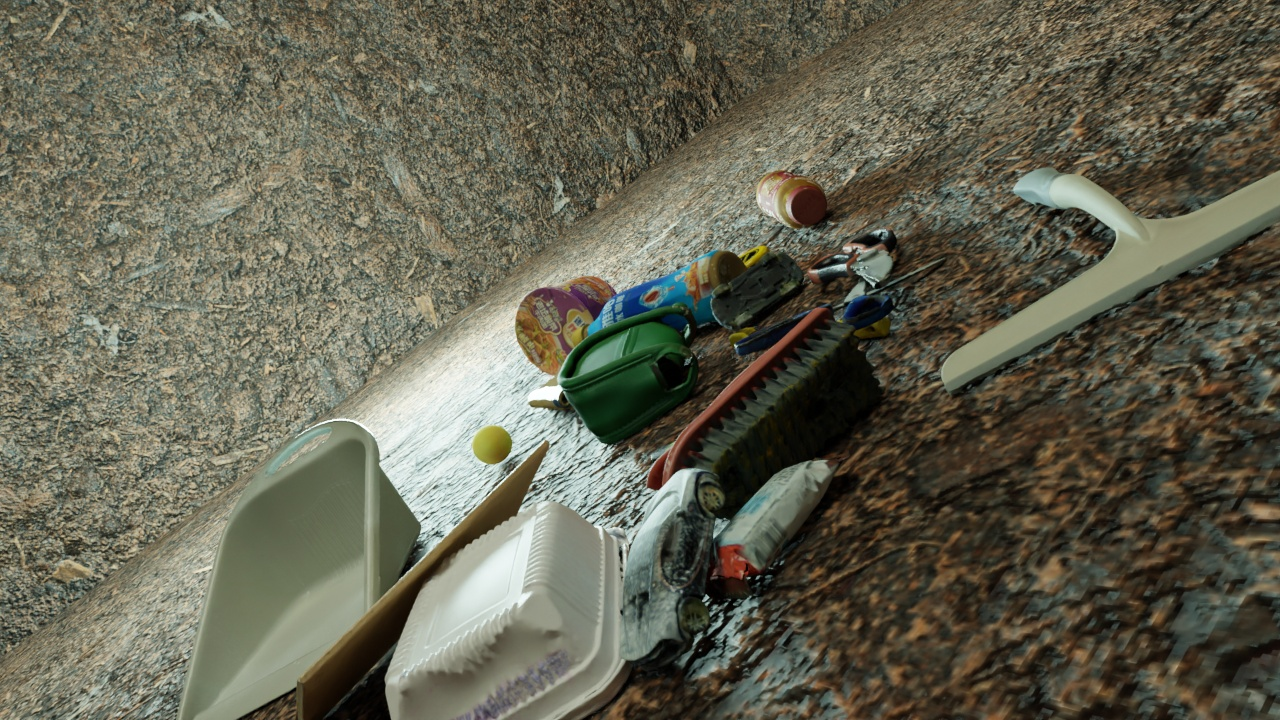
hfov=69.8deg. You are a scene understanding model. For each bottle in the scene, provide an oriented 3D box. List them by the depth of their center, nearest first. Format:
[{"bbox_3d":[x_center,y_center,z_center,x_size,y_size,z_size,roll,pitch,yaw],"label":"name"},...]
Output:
[{"bbox_3d":[0.012,-0.048,0.935,0.219,0.065,0.065,-21,19,41],"label":"bottle"},{"bbox_3d":[0.173,-0.183,1.042,0.057,0.057,0.174,-33,14,6],"label":"bottle"}]

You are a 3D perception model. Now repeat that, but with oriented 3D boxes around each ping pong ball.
[{"bbox_3d":[-0.150,0.085,0.926,0.040,0.040,0.040,-33,14,9],"label":"ping pong ball"}]

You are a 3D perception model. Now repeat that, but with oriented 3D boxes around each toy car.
[{"bbox_3d":[0.013,0.097,0.446,0.049,0.031,0.105,-41,27,46],"label":"toy car"},{"bbox_3d":[0.104,-0.061,0.827,0.090,0.043,0.034,-35,-14,-12],"label":"toy car"}]

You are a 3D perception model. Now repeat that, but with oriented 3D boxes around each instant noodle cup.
[{"bbox_3d":[-0.075,0.144,0.510,0.138,0.060,0.173,-33,15,7],"label":"instant noodle cup"},{"bbox_3d":[-0.079,-0.050,1.099,0.112,0.111,0.099,-26,9,34],"label":"instant noodle cup"}]

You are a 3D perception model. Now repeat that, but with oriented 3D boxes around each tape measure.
[{"bbox_3d":[0.111,-0.091,0.934,0.057,0.029,0.059,-28,15,29],"label":"tape measure"}]

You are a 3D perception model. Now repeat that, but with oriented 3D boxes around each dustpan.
[{"bbox_3d":[-0.317,0.171,0.822,0.223,0.142,0.257,-31,13,16],"label":"dustpan"}]

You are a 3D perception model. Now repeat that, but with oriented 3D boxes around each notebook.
[{"bbox_3d":[-0.146,0.152,0.614,0.210,0.012,0.150,-44,-9,-35],"label":"notebook"}]

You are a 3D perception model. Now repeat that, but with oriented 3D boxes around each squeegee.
[{"bbox_3d":[0.268,-0.097,0.561,0.247,0.039,0.246,-31,14,16],"label":"squeegee"}]

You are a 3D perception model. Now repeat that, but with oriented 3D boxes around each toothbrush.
[{"bbox_3d":[0.123,-0.021,0.695,0.016,0.016,0.190,-33,12,-23],"label":"toothbrush"}]

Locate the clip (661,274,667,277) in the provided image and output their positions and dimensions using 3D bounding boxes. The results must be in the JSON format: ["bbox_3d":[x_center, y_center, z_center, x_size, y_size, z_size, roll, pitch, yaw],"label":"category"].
[{"bbox_3d":[0.054,-0.090,1.064,0.101,0.035,0.076,-26,14,14],"label":"clip"}]

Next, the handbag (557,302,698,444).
[{"bbox_3d":[-0.005,0.005,0.798,0.120,0.068,0.131,-31,14,13],"label":"handbag"}]

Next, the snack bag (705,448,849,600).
[{"bbox_3d":[0.066,0.079,0.461,0.105,0.026,0.045,-42,3,-32],"label":"snack bag"}]

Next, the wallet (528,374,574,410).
[{"bbox_3d":[-0.066,0.023,0.963,0.090,0.033,0.115,-37,12,-21],"label":"wallet"}]

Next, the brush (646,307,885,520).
[{"bbox_3d":[0.068,0.036,0.531,0.145,0.063,0.069,-41,26,-16],"label":"brush"}]

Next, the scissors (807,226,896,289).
[{"bbox_3d":[0.162,-0.070,0.711,0.177,0.015,0.209,-21,11,47],"label":"scissors"}]

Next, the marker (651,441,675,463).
[{"bbox_3d":[0.054,0.049,0.626,0.124,0.015,0.018,-28,14,38],"label":"marker"}]

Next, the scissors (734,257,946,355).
[{"bbox_3d":[0.144,-0.038,0.650,0.162,0.012,0.175,-22,8,13],"label":"scissors"}]
